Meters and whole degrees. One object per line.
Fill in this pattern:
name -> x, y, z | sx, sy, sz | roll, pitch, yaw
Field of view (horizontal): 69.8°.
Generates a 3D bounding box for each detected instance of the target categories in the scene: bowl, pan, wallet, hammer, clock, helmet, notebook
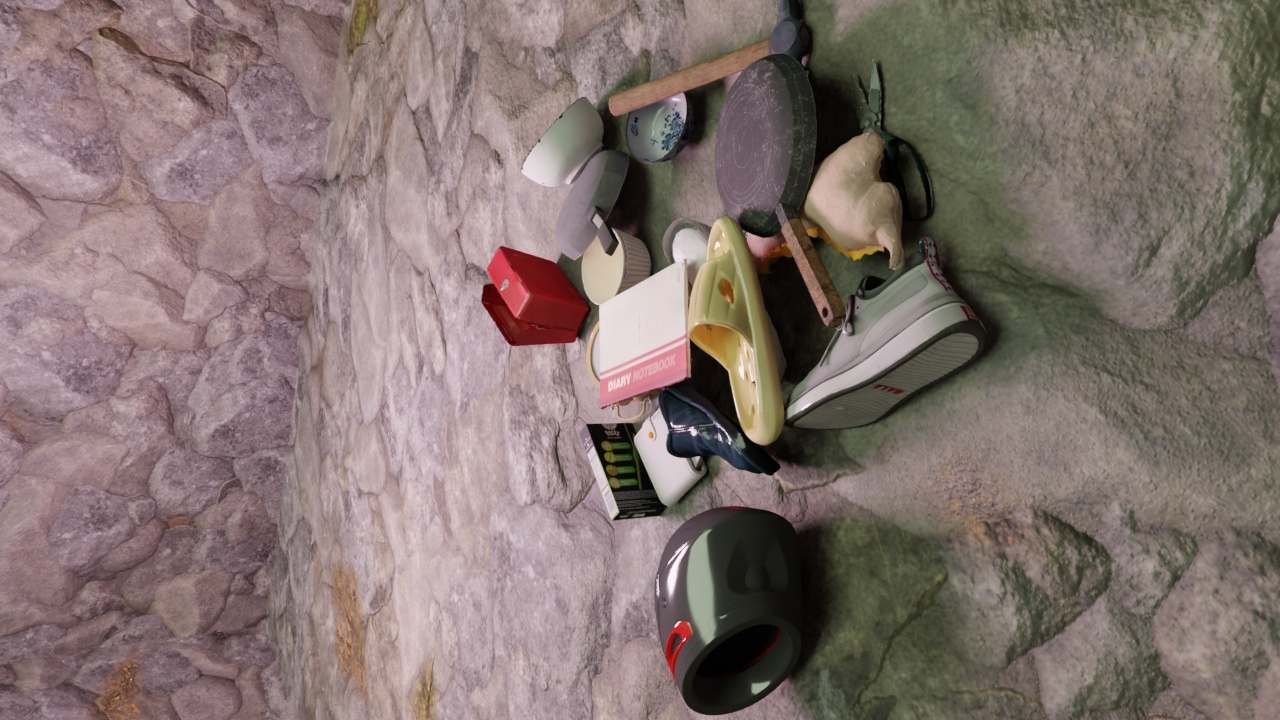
bowl -> -0.110, -0.328, 1.427 | 0.073, 0.153, 0.154 | 41, 136, -4
bowl -> -0.031, -0.138, 1.351 | 0.115, 0.062, 0.115 | -2, 88, 56
pan -> -0.066, -0.207, 1.296 | 0.179, 0.041, 0.357 | -59, 19, 15
wallet -> 0.046, 0.120, 1.254 | 0.116, 0.037, 0.118 | -52, 52, 42
hammer -> 0.076, -0.367, 1.174 | 0.323, 0.040, 0.129 | -5, 82, 45
bowl -> 0.036, -0.323, 1.263 | 0.114, 0.045, 0.114 | -8, 79, 43
pan -> 0.148, -0.177, 0.990 | 0.208, 0.040, 0.356 | 115, 148, -50
clock -> -0.008, 0.008, 1.295 | 0.117, 0.081, 0.158 | -13, 70, 46
helmet -> 0.097, 0.268, 1.062 | 0.169, 0.164, 0.265 | -112, 29, -48
notebook -> 0.001, -0.029, 1.194 | 0.209, 0.012, 0.153 | -23, 63, 55

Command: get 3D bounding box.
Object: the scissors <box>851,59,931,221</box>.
scissors -> 0.260, -0.225, 0.965 | 0.142, 0.015, 0.210 | 8, 97, 59

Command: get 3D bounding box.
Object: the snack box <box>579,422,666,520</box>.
snack box -> -0.027, 0.157, 1.321 | 0.025, 0.080, 0.147 | -55, 47, 40

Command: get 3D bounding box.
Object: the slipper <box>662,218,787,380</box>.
slipper -> 0.108, -0.071, 1.132 | 0.246, 0.074, 0.112 | 63, 147, 27

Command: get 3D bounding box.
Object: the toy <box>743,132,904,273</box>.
toy -> 0.188, -0.138, 1.009 | 0.265, 0.065, 0.195 | 140, 131, -57

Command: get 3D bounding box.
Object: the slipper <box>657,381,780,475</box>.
slipper -> 0.072, 0.091, 1.137 | 0.083, 0.109, 0.265 | -49, 35, -2

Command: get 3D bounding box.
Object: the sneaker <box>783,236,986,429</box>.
sneaker -> 0.230, -0.015, 0.949 | 0.264, 0.096, 0.128 | -45, 42, 47

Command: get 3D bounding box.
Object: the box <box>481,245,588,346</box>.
box -> -0.173, -0.107, 1.505 | 0.157, 0.134, 0.113 | 49, 129, 44

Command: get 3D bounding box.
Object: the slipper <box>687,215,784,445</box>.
slipper -> 0.093, -0.029, 1.024 | 0.111, 0.079, 0.261 | 120, 139, -73
